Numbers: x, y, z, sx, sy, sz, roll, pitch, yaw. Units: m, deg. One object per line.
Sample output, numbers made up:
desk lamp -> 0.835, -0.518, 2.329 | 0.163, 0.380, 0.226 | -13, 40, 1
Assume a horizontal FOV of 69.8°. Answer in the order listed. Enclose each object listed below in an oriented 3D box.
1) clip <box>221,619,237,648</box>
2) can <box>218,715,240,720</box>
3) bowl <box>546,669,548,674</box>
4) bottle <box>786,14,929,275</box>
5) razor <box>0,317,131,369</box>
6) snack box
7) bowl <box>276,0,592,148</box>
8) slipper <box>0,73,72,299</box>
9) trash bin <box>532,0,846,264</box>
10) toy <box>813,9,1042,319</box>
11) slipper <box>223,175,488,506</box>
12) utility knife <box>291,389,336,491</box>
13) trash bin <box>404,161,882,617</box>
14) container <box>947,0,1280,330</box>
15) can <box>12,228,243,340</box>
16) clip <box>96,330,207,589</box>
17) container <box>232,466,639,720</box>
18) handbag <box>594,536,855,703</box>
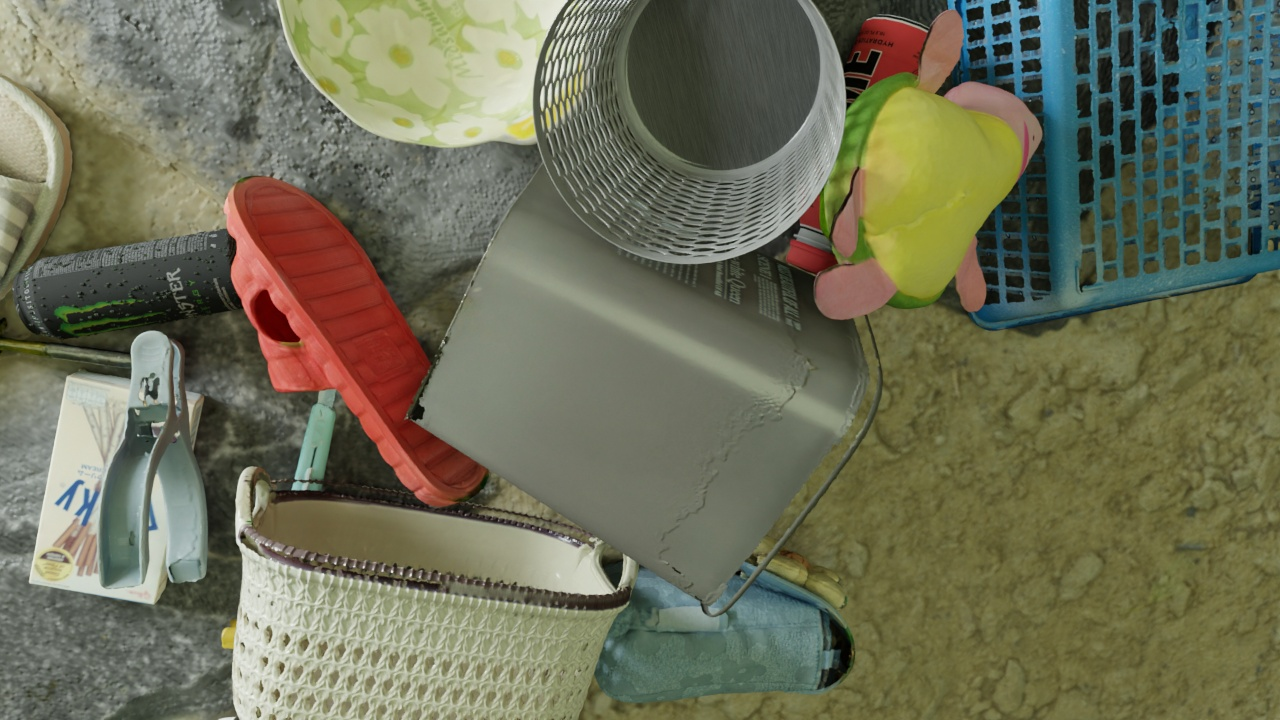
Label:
clip -> -0.272, 0.188, 0.666 | 0.054, 0.046, 0.048 | 7, 134, -11
can -> -0.323, 0.305, 0.665 | 0.101, 0.055, 0.055 | -33, 106, -1
bowl -> -0.117, 0.227, 0.695 | 0.114, 0.026, 0.102 | -21, 90, -8
bottle -> 0.151, -0.145, 0.642 | 0.062, 0.062, 0.177 | 20, 98, -14
razor -> -0.370, -0.005, 0.601 | 0.105, 0.042, 0.026 | 9, 99, -21
snack box -> -0.356, 0.087, 0.624 | 0.082, 0.026, 0.150 | 13, 99, -14
bowl -> -0.126, -0.230, 0.576 | 0.219, 0.060, 0.188 | 43, 93, -15
slipper -> -0.457, -0.056, 0.563 | 0.114, 0.054, 0.273 | 35, 96, -20
trash bin -> 0.038, -0.158, 0.536 | 0.156, 0.183, 0.157 | 4, 114, 9
toy -> 0.174, -0.110, 0.565 | 0.237, 0.088, 0.190 | -40, 121, -33
slipper -> -0.191, -0.006, 0.583 | 0.059, 0.103, 0.248 | -35, 88, 21
utility knife -> -0.229, 0.060, 0.649 | 0.022, 0.015, 0.147 | 12, 97, -17
trash bin -> -0.003, 0.003, 0.578 | 0.220, 0.197, 0.198 | 28, 116, -8
container -> 0.361, -0.208, 0.651 | 0.257, 0.089, 0.362 | -11, 104, -7
can -> -0.316, -0.049, 0.586 | 0.137, 0.054, 0.054 | -11, 104, -7
clip -> -0.302, 0.082, 0.590 | 0.030, 0.172, 0.165 | -2, 147, -12
container -> -0.137, 0.160, 0.589 | 0.251, 0.185, 0.143 | 12, 91, -16
handbag -> 0.055, 0.180, 0.675 | 0.192, 0.122, 0.118 | 3, 97, -7
